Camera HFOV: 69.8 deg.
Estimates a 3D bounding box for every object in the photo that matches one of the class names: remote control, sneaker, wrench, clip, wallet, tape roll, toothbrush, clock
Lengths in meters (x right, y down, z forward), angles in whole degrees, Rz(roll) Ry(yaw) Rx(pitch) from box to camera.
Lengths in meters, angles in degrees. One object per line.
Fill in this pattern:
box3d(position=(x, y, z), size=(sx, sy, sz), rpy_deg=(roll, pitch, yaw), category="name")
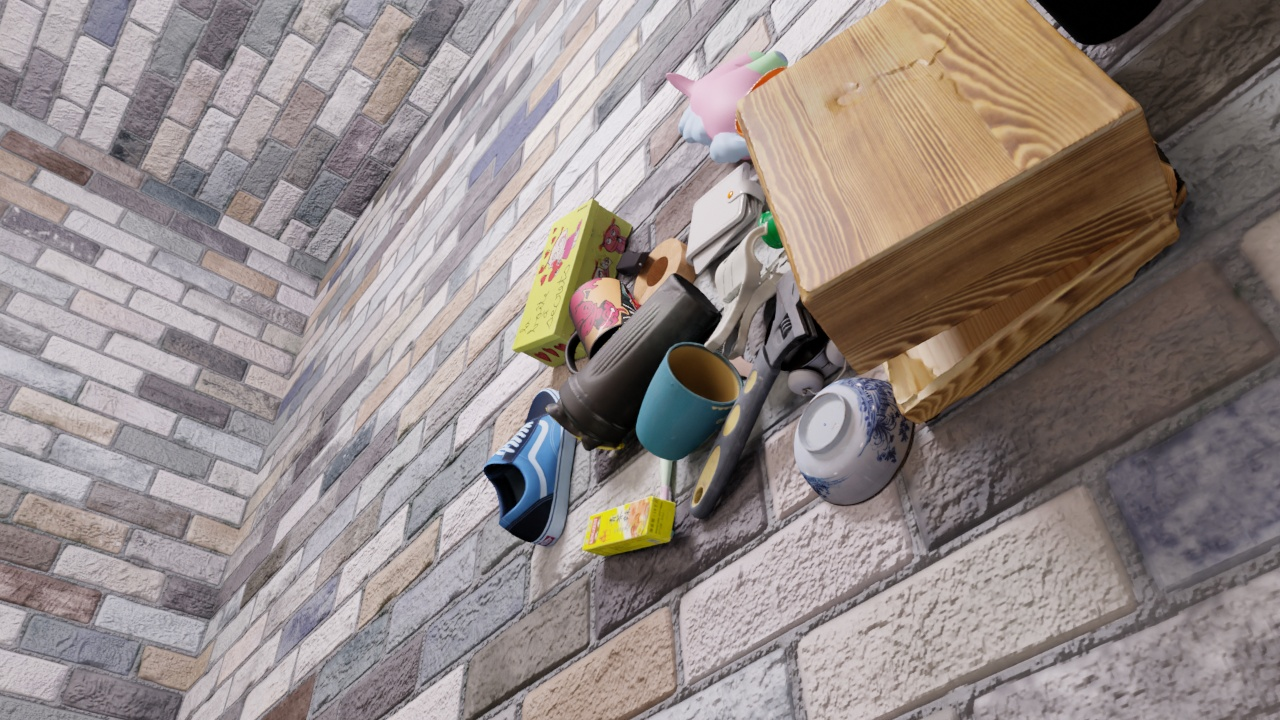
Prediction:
box3d(position=(-0.012, -0.131, 1.217), size=(0.032, 0.015, 0.136), rpy_deg=(-62, 11, -1), category="remote control")
box3d(position=(-0.144, 0.116, 1.166), size=(0.084, 0.098, 0.240), rpy_deg=(-42, 33, 33), category="sneaker")
box3d(position=(0.104, 0.031, 0.844), size=(0.274, 0.022, 0.073), rpy_deg=(-67, 27, 20), category="wrench")
box3d(position=(0.100, -0.078, 0.905), size=(0.152, 0.101, 0.126), rpy_deg=(-46, -1, -11), category="clip")
box3d(position=(0.097, -0.159, 1.076), size=(0.119, 0.037, 0.115), rpy_deg=(-33, 39, 48), category="wallet")
box3d(position=(0.031, -0.105, 1.146), size=(0.094, 0.027, 0.093), rpy_deg=(-40, 34, 35), category="tape roll")
box3d(position=(0.028, 0.119, 0.961), size=(0.022, 0.015, 0.154), rpy_deg=(101, 173, -49), category="toothbrush")
box3d(position=(0.161, -0.019, 0.841), size=(0.095, 0.035, 0.122), rpy_deg=(-45, 33, 30), category="clock")

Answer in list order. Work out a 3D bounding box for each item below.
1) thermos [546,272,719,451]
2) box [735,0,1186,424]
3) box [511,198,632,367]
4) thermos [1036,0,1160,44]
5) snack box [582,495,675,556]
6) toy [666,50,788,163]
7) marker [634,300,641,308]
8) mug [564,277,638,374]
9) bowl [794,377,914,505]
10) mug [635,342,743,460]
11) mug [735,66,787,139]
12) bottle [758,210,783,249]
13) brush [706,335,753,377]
box3d(position=(-0.006, 0.006, 1.049), size=(0.221, 0.098, 0.098), rpy_deg=(-48, 30, 14), category="thermos")
box3d(position=(0.242, -0.141, 0.710), size=(0.252, 0.192, 0.278), rpy_deg=(-32, 37, 21), category="box")
box3d(position=(-0.099, -0.107, 1.317), size=(0.125, 0.079, 0.220), rpy_deg=(-15, 52, 54), category="box")
box3d(position=(0.310, -0.336, 0.698), size=(0.086, 0.198, 0.086), rpy_deg=(-40, 34, 35), category="thermos")
box3d(position=(-0.014, 0.173, 0.946), size=(0.148, 0.029, 0.040), rpy_deg=(-31, 43, 57), category="snack box")
box3d(position=(0.110, -0.294, 1.096), size=(0.172, 0.120, 0.221), rpy_deg=(-21, 37, 35), category="toy")
box3d(position=(-0.019, -0.015, 1.166), size=(0.013, 0.012, 0.142), rpy_deg=(-23, 46, 50), category="marker")
box3d(position=(-0.049, -0.029, 1.132), size=(0.118, 0.081, 0.098), rpy_deg=(-45, 41, 17), category="mug")
box3d(position=(0.164, 0.058, 0.753), size=(0.115, 0.045, 0.114), rpy_deg=(-40, 34, 35), category="bowl")
box3d(position=(0.047, 0.038, 0.936), size=(0.104, 0.084, 0.111), rpy_deg=(-61, 4, 38), category="mug")
box3d(position=(0.165, -0.244, 0.962), size=(0.082, 0.105, 0.082), rpy_deg=(-41, 34, 35), category="mug")
box3d(position=(0.171, -0.153, 0.937), size=(0.111, 0.043, 0.043), rpy_deg=(-26, 44, 48), category="bottle")
box3d(position=(0.093, 0.003, 0.956), size=(0.050, 0.015, 0.136), rpy_deg=(-64, 27, -3), category="brush")
